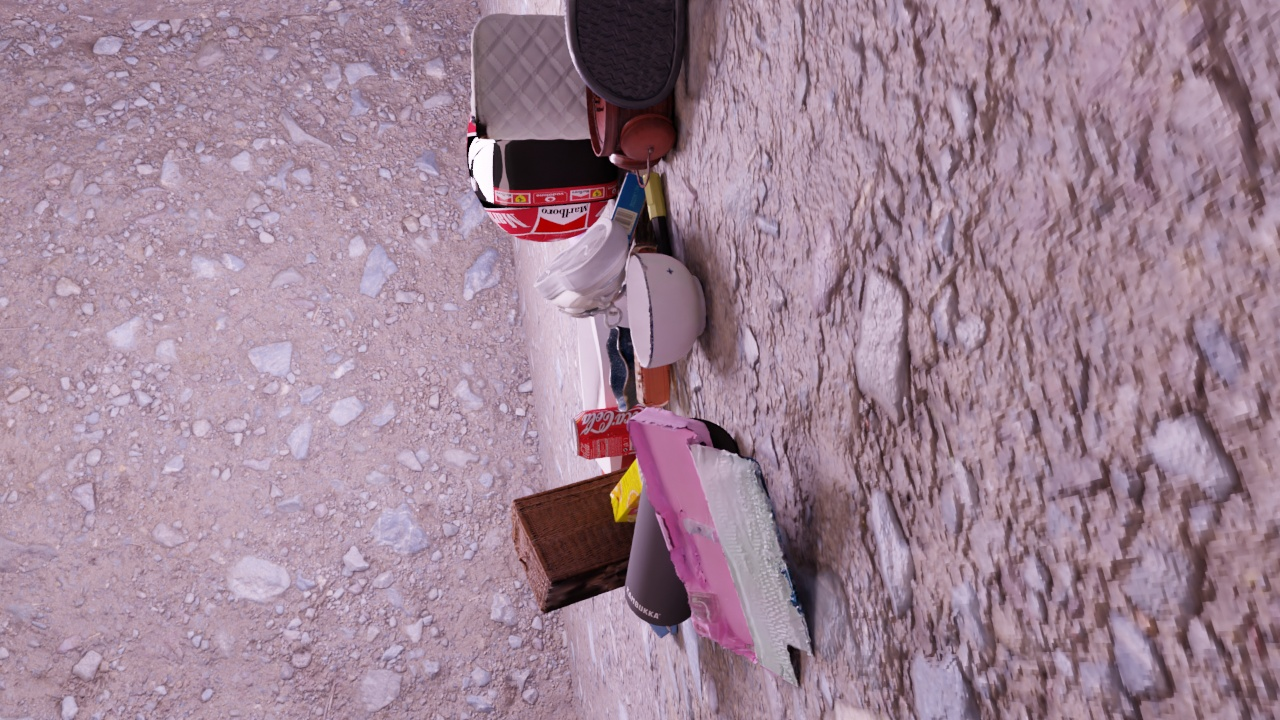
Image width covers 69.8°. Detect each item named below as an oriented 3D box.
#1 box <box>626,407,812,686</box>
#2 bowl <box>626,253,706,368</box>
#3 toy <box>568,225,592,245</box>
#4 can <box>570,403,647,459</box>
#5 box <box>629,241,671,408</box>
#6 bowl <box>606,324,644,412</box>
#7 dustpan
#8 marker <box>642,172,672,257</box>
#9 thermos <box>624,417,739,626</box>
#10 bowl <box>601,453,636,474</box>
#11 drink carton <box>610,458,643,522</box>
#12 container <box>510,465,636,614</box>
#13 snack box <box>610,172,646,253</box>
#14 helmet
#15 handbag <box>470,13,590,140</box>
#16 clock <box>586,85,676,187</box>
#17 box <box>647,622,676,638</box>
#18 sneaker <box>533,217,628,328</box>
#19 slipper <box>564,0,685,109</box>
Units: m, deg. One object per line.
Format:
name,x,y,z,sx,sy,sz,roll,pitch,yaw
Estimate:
box,0.075,0.153,0.743,0.159,0.035,0.230,12,126,52
bowl,0.027,-0.052,0.905,0.113,0.063,0.113,172,91,-79
toy,-0.091,-0.199,1.486,0.099,0.036,0.080,-115,30,-44
can,-0.035,0.093,1.191,0.064,0.104,0.064,173,91,-79
box,0.013,-0.042,1.043,0.064,0.056,0.188,-147,54,-69
bowl,-0.007,0.007,1.128,0.110,0.055,0.110,173,91,-78
dustpan,-0.064,0.031,1.311,0.191,0.053,0.258,-144,59,-73
marker,0.021,-0.143,0.995,0.018,0.021,0.123,-14,81,34
thermos,0.036,0.166,0.909,0.241,0.082,0.082,98,162,-45
bowl,-0.030,0.175,1.368,0.130,0.045,0.130,173,91,-78
drink carton,0.014,0.141,1.032,0.135,0.058,0.043,123,142,-54
container,-0.054,0.217,1.131,0.114,0.198,0.112,104,145,-54
snack box,-0.024,-0.148,1.100,0.154,0.033,0.087,115,174,-69
helmet,-0.127,-0.270,1.218,0.271,0.197,0.225,-149,53,-66
handbag,-0.094,-0.319,1.035,0.072,0.195,0.139,-106,17,-65
clock,-0.011,-0.258,0.951,0.120,0.072,0.157,175,89,-79
box,0.017,0.320,1.284,0.068,0.059,0.210,55,175,-10
sneaker,-0.046,-0.089,1.017,0.089,0.090,0.242,-53,13,-14
slipper,-0.019,-0.371,0.847,0.083,0.110,0.268,-121,30,-71
